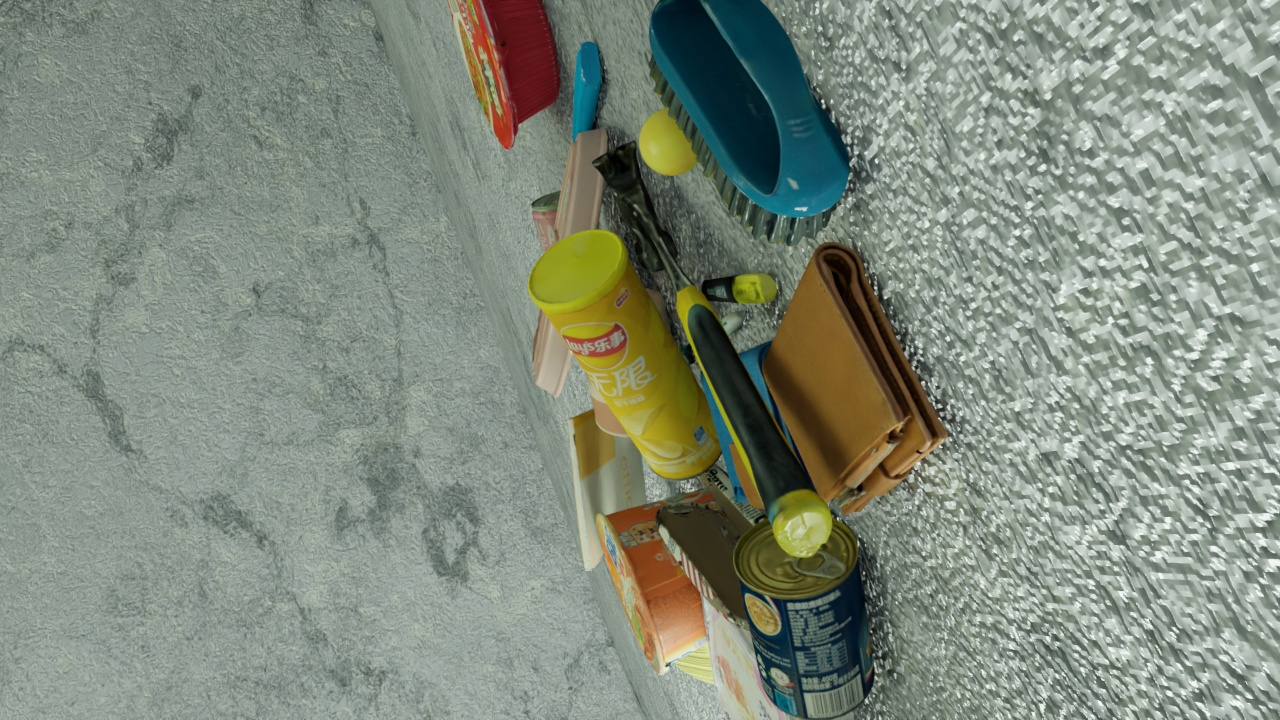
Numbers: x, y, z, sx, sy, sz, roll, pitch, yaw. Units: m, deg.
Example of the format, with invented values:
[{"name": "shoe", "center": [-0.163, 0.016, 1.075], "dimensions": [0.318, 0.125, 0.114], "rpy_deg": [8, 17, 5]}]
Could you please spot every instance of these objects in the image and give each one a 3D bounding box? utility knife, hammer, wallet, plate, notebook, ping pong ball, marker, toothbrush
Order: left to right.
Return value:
[{"name": "plate", "center": [-0.063, -0.083, 0.774], "dimensions": [0.229, 0.028, 0.229], "rpy_deg": [-171, 91, -82]}, {"name": "utility knife", "center": [-0.047, -0.212, 0.776], "dimensions": [0.160, 0.018, 0.034], "rpy_deg": [118, 143, -75]}, {"name": "notebook", "center": [-0.030, 0.116, 0.946], "dimensions": [0.206, 0.010, 0.146], "rpy_deg": [-16, -79, -73]}, {"name": "ping pong ball", "center": [0.019, -0.133, 0.557], "dimensions": [0.040, 0.040, 0.040], "rpy_deg": [159, 90, -78]}, {"name": "hammer", "center": [0.033, -0.023, 0.548], "dimensions": [0.126, 0.032, 0.323], "rpy_deg": [62, -176, -44]}, {"name": "toothbrush", "center": [0.050, -0.013, 0.680], "dimensions": [0.018, 0.016, 0.192], "rpy_deg": [59, 168, 1]}, {"name": "marker", "center": [0.059, -0.045, 0.588], "dimensions": [0.124, 0.015, 0.018], "rpy_deg": [-163, 57, -77]}, {"name": "wallet", "center": [0.077, 0.046, 0.607], "dimensions": [0.133, 0.040, 0.106], "rpy_deg": [154, 101, -78]}, {"name": "wallet", "center": [0.101, 0.016, 0.466], "dimensions": [0.132, 0.031, 0.107], "rpy_deg": [97, 153, -66]}]

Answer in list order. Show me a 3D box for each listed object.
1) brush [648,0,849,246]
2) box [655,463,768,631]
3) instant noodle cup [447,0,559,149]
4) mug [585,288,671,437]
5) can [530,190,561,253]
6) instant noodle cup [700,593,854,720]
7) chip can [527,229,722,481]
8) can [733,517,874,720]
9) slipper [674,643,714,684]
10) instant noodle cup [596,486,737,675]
[{"name": "brush", "center": [0.047, -0.123, 0.415], "dimensions": [0.074, 0.055, 0.143], "rpy_deg": [90, 157, -60]}, {"name": "box", "center": [0.076, 0.132, 0.710], "dimensions": [0.163, 0.076, 0.088], "rpy_deg": [45, 124, 59]}, {"name": "instant noodle cup", "center": [-0.128, -0.303, 0.869], "dimensions": [0.194, 0.065, 0.194], "rpy_deg": [158, 90, -77]}, {"name": "mug", "center": [-0.007, -0.008, 0.813], "dimensions": [0.114, 0.082, 0.106], "rpy_deg": [-73, -25, -58]}, {"name": "can", "center": [-0.067, -0.099, 0.947], "dimensions": [0.058, 0.058, 0.147], "rpy_deg": [-135, 27, -63]}, {"name": "instant noodle cup", "center": [0.106, 0.252, 0.697], "dimensions": [0.173, 0.060, 0.138], "rpy_deg": [-136, 35, -64]}, {"name": "chip can", "center": [-0.004, 0.004, 0.674], "dimensions": [0.072, 0.072, 0.213], "rpy_deg": [57, 178, 47]}, {"name": "can", "center": [0.105, 0.162, 0.579], "dimensions": [0.075, 0.075, 0.111], "rpy_deg": [-131, 24, -60]}, {"name": "slipper", "center": [0.056, 0.255, 0.954], "dimensions": [0.092, 0.081, 0.190], "rpy_deg": [-4, 123, 52]}, {"name": "instant noodle cup", "center": [0.038, 0.189, 0.826], "dimensions": [0.151, 0.111, 0.151], "rpy_deg": [159, 90, -78]}]
